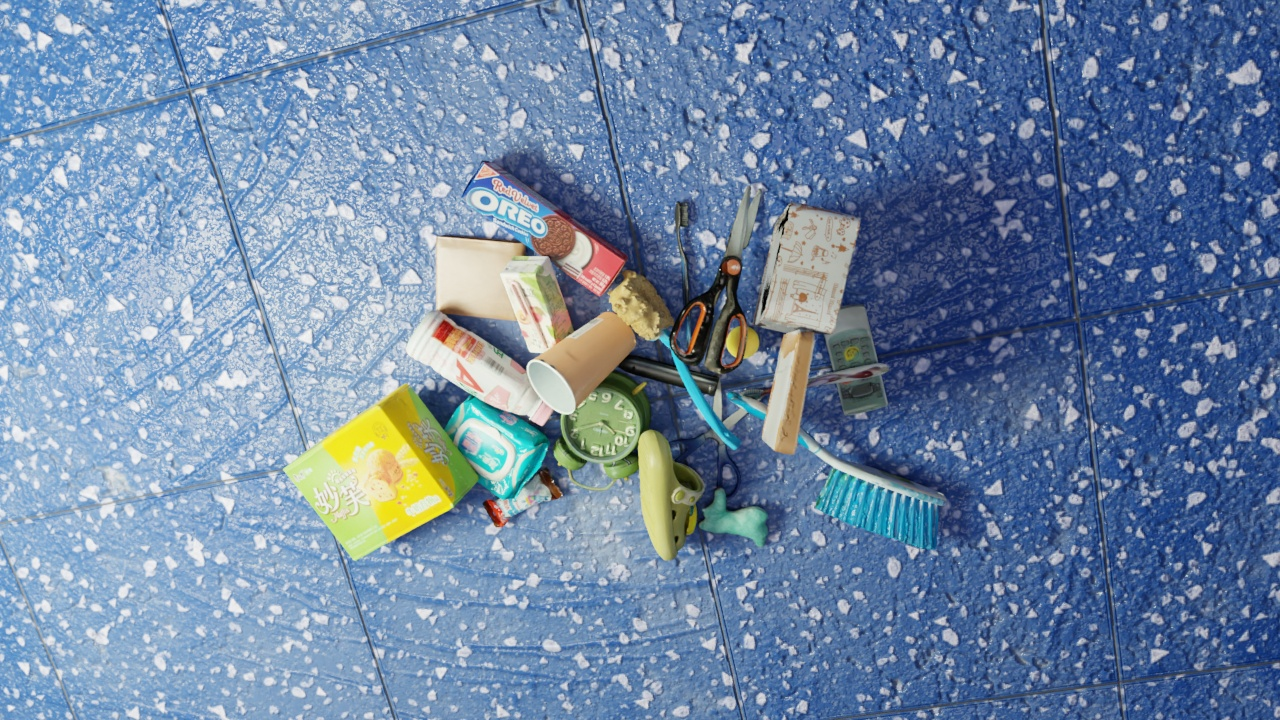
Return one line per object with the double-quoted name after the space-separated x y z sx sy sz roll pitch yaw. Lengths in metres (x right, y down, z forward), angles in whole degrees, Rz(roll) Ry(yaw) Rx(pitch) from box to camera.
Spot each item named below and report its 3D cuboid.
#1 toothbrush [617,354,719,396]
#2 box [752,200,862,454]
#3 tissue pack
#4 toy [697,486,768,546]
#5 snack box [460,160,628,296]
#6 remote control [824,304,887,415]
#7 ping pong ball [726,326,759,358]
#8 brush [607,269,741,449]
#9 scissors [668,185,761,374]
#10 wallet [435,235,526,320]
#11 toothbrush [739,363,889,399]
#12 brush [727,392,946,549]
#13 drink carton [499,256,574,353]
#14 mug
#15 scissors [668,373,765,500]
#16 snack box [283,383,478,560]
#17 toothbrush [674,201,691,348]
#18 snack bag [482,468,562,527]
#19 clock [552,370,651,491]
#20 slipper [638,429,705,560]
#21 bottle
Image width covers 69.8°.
-0.007 0.007 1.152 0.213 0.027 0.026 14 135 5 "toothbrush"
0.169 -0.031 1.021 0.082 0.177 0.259 11 91 3 "box"
-0.188 0.111 1.178 0.133 0.050 0.093 33 107 9 "tissue pack"
0.120 0.203 1.187 0.092 0.030 0.097 2 123 7 "toy"
-0.115 -0.160 1.105 0.207 0.058 0.057 35 102 -4 "snack box"
0.262 -0.001 1.127 0.056 0.019 0.135 -14 103 10 "remote control"
0.125 -0.022 1.125 0.040 0.040 0.040 1 105 5 "ping pong ball"
0.044 0.001 1.107 0.046 0.083 0.254 -33 91 23 "brush"
0.091 -0.101 1.080 0.148 0.022 0.235 -6 94 -16 "scissors"
-0.200 -0.104 1.149 0.115 0.020 0.101 7 106 7 "wallet"
0.209 0.028 1.124 0.188 0.017 0.016 -12 104 16 "toothbrush"
0.238 0.138 1.142 0.314 0.060 0.109 19 100 -5 "brush"
-0.124 -0.065 1.109 0.054 0.045 0.123 5 132 26 "drink carton"
-0.067 -0.003 1.101 0.122 0.078 0.078 -42 100 -31 "mug"
0.092 0.104 1.177 0.175 0.012 0.162 -21 100 10 "scissors"
-0.333 0.147 1.175 0.211 0.069 0.157 -30 100 29 "snack box"
0.057 -0.101 1.126 0.016 0.014 0.189 -10 106 -16 "toothbrush"
-0.157 0.184 1.216 0.105 0.026 0.045 -29 93 9 "snack bag"
-0.050 0.090 1.165 0.116 0.056 0.161 12 106 4 "clock"
0.042 0.167 1.145 0.081 0.091 0.191 -11 124 -5 "slipper"
-0.196 0.015 1.157 0.197 0.068 0.068 33 105 -7 "bottle"
